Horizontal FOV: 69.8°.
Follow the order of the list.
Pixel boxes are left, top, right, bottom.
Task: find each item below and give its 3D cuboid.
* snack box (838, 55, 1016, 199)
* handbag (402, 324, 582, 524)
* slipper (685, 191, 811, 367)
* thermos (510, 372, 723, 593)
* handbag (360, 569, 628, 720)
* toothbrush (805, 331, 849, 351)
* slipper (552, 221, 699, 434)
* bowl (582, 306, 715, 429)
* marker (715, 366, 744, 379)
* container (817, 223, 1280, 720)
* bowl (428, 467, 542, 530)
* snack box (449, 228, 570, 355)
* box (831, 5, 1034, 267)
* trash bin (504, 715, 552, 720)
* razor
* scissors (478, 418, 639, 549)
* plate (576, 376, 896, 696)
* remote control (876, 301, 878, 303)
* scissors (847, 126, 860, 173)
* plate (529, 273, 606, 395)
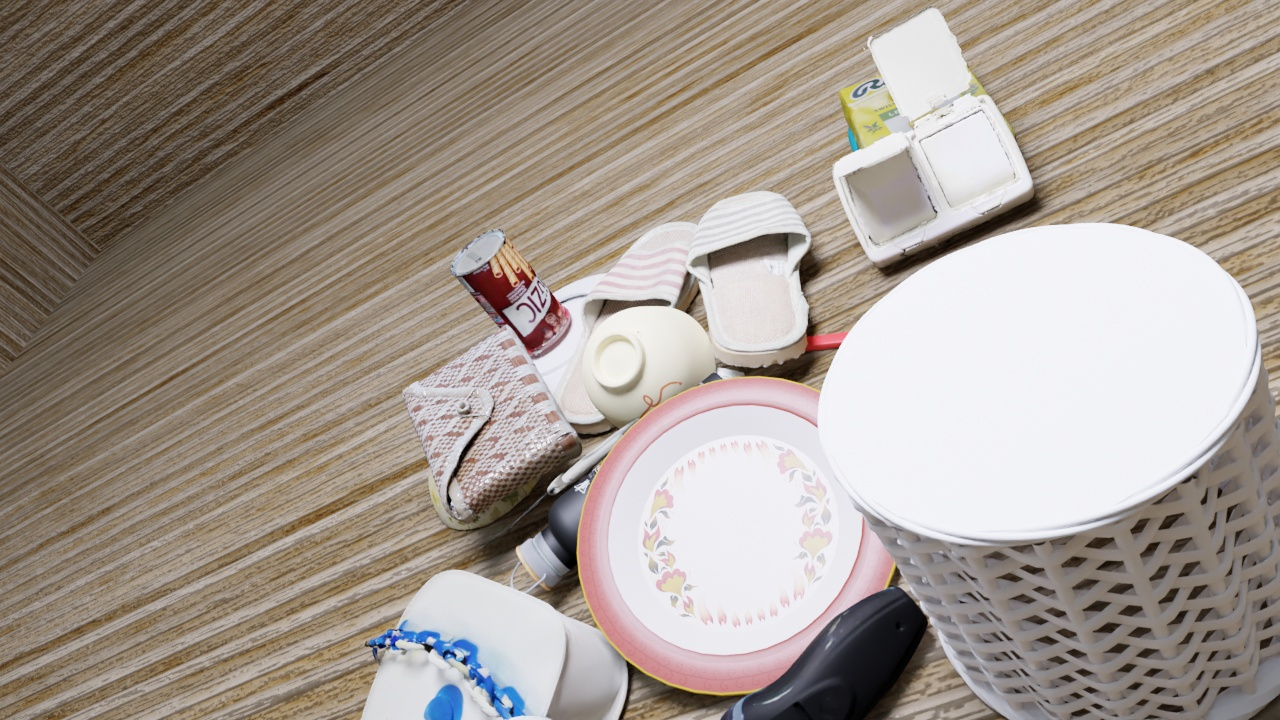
[{"bbox_3d":[0.264,-0.220,0.855,0.121,0.045,0.180,-18,40,13],"label":"snack box"},{"bbox_3d":[-0.138,0.049,0.814,0.124,0.047,0.185,-31,42,-5],"label":"handbag"},{"bbox_3d":[0.100,-0.088,0.834,0.114,0.054,0.272,-11,37,12],"label":"slipper"},{"bbox_3d":[-0.012,0.105,0.725,0.231,0.061,0.061,-39,33,-2],"label":"thermos"},{"bbox_3d":[-0.124,0.253,0.636,0.201,0.093,0.199,1,57,43],"label":"handbag"},{"bbox_3d":[0.160,-0.020,0.753,0.213,0.018,0.012,-7,44,38],"label":"toothbrush"},{"bbox_3d":[-0.010,-0.045,0.901,0.115,0.052,0.262,5,55,34],"label":"slipper"},{"bbox_3d":[-0.005,0.005,0.777,0.118,0.074,0.118,-5,79,26],"label":"bowl"},{"bbox_3d":[0.023,0.004,0.817,0.146,0.017,0.017,11,55,28],"label":"marker"},{"bbox_3d":[0.210,0.062,0.454,0.190,0.187,0.189,-25,36,19],"label":"container"},{"bbox_3d":[-0.159,0.085,0.882,0.145,0.063,0.145,-25,38,21],"label":"bowl"},{"bbox_3d":[-0.136,-0.071,0.965,0.072,0.121,0.072,-25,35,18],"label":"snack box"},{"bbox_3d":[0.214,-0.187,0.743,0.144,0.098,0.184,-27,78,19],"label":"box"},{"bbox_3d":[-0.036,0.287,0.477,0.161,0.133,0.133,19,63,46],"label":"trash bin"},{"bbox_3d":[0.107,0.187,0.533,0.140,0.053,0.064,-39,0,-13],"label":"razor"},{"bbox_3d":[-0.061,0.098,0.748,0.157,0.012,0.171,-39,0,5],"label":"scissors"},{"bbox_3d":[0.064,0.116,0.638,0.230,0.021,0.229,-12,55,18],"label":"plate"},{"bbox_3d":[0.256,-0.065,0.725,0.140,0.009,0.030,-25,36,19],"label":"remote control"},{"bbox_3d":[0.234,-0.211,0.913,0.139,0.019,0.136,-39,38,-12],"label":"scissors"},{"bbox_3d":[-0.089,-0.024,0.992,0.209,0.015,0.208,-25,36,19],"label":"plate"}]
